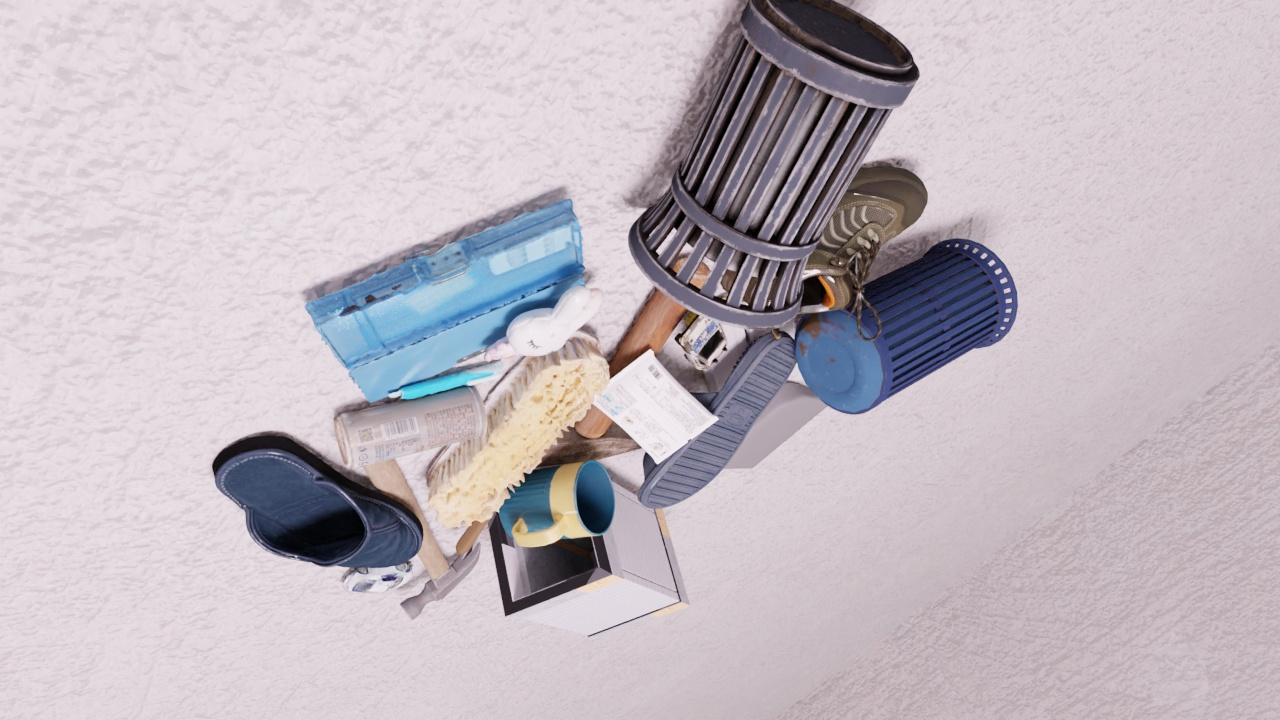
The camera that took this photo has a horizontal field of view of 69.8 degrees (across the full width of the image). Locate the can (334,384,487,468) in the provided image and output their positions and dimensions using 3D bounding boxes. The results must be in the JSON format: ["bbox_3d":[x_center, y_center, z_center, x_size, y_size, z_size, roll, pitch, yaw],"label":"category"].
[{"bbox_3d":[-0.220,0.063,0.885,0.135,0.054,0.054,-14,145,-26],"label":"can"}]

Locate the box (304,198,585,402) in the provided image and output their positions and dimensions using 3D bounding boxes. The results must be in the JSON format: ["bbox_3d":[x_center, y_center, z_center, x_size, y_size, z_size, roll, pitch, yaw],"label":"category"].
[{"bbox_3d":[-0.157,-0.044,0.810,0.231,0.033,0.175,-24,156,-12],"label":"box"}]

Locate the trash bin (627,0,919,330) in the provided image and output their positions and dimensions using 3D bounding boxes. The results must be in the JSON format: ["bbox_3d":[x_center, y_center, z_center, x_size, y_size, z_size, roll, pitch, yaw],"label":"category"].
[{"bbox_3d":[0.107,-0.165,0.743,0.164,0.164,0.228,-6,137,-35],"label":"trash bin"}]

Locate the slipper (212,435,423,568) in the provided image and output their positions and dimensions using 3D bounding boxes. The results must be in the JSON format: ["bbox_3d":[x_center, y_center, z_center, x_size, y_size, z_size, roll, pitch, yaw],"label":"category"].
[{"bbox_3d":[-0.311,0.172,0.909,0.109,0.083,0.265,-28,142,6],"label":"slipper"}]

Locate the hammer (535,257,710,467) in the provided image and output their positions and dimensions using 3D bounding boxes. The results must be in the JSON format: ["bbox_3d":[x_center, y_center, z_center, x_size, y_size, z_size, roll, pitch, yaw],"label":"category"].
[{"bbox_3d":[-0.006,0.006,1.000,0.157,0.037,0.302,-2,139,-38],"label":"hammer"}]

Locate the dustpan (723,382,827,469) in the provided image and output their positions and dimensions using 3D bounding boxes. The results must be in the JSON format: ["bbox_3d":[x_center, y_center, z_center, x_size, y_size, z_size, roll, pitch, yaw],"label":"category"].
[{"bbox_3d":[0.153,0.089,1.258,0.163,0.033,0.257,-43,157,19],"label":"dustpan"}]

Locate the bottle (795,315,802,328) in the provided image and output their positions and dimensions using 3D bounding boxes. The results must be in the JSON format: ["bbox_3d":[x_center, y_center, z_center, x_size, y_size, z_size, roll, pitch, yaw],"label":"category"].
[{"bbox_3d":[0.231,-0.013,1.159,0.051,0.051,0.146,-33,149,3],"label":"bottle"}]

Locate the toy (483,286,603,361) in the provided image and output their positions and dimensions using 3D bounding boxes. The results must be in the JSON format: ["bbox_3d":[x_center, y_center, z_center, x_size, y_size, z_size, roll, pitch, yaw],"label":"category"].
[{"bbox_3d":[-0.090,-0.028,0.845,0.125,0.037,0.076,-32,167,12],"label":"toy"}]

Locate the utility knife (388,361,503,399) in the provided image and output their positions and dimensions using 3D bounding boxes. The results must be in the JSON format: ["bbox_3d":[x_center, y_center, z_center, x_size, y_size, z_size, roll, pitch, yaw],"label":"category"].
[{"bbox_3d":[-0.186,0.021,0.884,0.116,0.015,0.022,-14,156,-33],"label":"utility knife"}]

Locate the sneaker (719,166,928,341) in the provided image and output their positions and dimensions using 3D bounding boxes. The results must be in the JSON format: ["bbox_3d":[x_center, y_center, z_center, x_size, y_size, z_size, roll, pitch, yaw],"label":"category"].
[{"bbox_3d":[0.209,-0.101,0.928,0.238,0.143,0.101,-28,148,-4],"label":"sneaker"}]

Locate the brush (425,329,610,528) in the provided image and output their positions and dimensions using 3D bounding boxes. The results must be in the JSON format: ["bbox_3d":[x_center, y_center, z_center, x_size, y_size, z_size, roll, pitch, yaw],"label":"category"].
[{"bbox_3d":[-0.133,0.074,0.963,0.083,0.056,0.272,25,119,-38],"label":"brush"}]

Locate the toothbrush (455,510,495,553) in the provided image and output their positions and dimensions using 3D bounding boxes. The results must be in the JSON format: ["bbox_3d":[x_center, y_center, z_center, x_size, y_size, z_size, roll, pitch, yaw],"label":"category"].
[{"bbox_3d":[-0.171,0.166,1.086,0.167,0.016,0.016,-54,150,15],"label":"toothbrush"}]

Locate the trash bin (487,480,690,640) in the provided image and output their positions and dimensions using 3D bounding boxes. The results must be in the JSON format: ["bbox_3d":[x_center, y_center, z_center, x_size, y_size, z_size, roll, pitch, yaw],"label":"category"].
[{"bbox_3d":[-0.062,0.251,1.172,0.143,0.142,0.247,-24,150,14],"label":"trash bin"}]

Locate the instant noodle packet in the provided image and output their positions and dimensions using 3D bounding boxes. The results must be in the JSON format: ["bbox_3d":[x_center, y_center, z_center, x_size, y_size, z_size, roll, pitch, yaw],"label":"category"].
[{"bbox_3d":[0.015,0.053,0.991,0.087,0.026,0.134,-37,126,11],"label":"instant noodle packet"}]

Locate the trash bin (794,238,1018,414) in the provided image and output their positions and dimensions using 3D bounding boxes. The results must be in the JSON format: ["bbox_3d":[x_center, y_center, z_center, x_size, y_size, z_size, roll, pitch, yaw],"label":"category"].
[{"bbox_3d":[0.299,-0.038,1.051,0.248,0.139,0.140,-24,150,-32],"label":"trash bin"}]

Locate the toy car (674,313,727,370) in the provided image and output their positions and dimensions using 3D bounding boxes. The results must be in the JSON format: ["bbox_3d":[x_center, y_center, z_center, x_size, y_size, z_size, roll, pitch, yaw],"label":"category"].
[{"bbox_3d":[0.068,-0.019,0.960,0.048,0.040,0.113,-51,161,-4],"label":"toy car"}]

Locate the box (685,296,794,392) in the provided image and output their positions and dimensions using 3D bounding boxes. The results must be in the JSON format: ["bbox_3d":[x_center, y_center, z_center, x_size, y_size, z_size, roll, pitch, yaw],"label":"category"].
[{"bbox_3d":[0.125,-0.024,1.083,0.129,0.034,0.210,-31,149,-4],"label":"box"}]

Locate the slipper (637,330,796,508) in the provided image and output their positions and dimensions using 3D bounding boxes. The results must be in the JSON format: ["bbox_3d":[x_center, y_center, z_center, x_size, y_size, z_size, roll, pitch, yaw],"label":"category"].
[{"bbox_3d":[0.080,0.061,1.088,0.264,0.082,0.101,-52,139,10],"label":"slipper"}]

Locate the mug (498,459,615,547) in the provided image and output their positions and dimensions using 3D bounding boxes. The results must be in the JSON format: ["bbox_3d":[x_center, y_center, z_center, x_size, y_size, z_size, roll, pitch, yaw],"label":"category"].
[{"bbox_3d":[-0.100,0.165,1.012,0.107,0.083,0.113,-10,-158,27],"label":"mug"}]

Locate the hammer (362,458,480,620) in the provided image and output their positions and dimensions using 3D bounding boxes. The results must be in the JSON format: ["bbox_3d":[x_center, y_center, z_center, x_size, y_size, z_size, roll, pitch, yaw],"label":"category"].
[{"bbox_3d":[-0.261,0.190,1.052,0.119,0.031,0.332,-37,146,-21],"label":"hammer"}]

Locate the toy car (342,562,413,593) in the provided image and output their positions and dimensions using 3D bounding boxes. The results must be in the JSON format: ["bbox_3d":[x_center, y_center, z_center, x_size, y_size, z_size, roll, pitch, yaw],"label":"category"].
[{"bbox_3d":[-0.317,0.267,1.118,0.089,0.027,0.039,8,130,-46],"label":"toy car"}]
